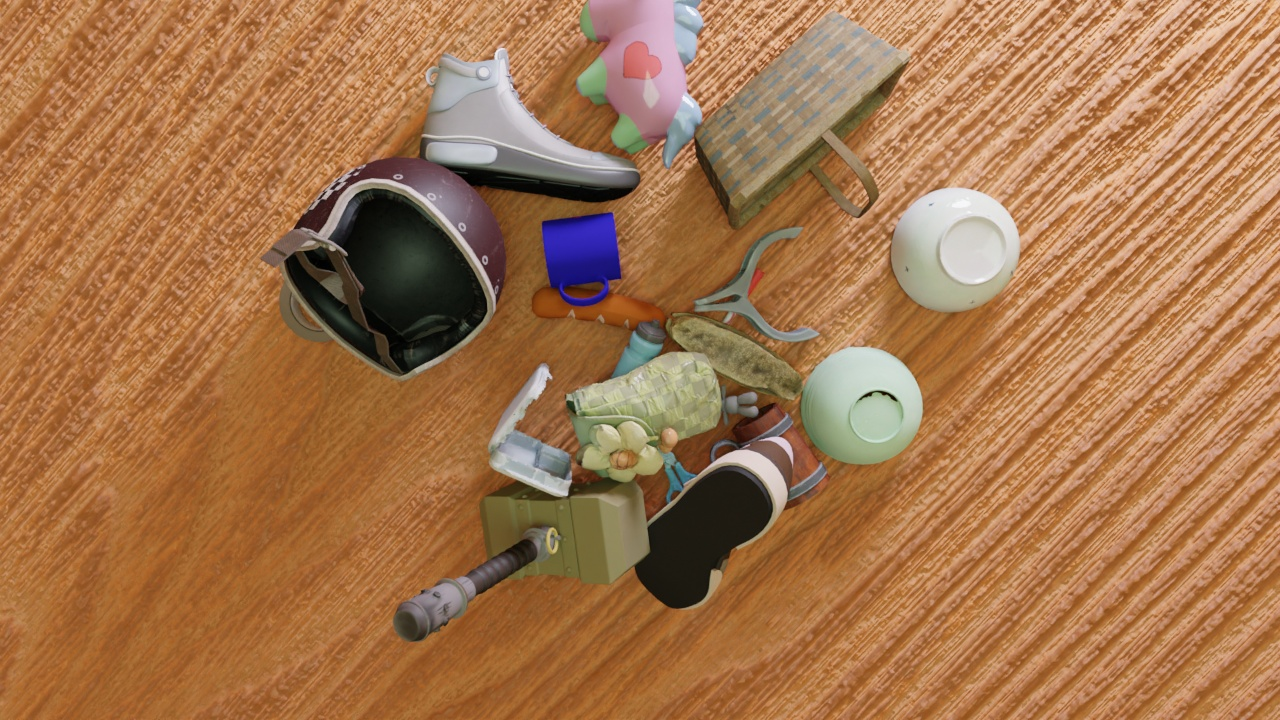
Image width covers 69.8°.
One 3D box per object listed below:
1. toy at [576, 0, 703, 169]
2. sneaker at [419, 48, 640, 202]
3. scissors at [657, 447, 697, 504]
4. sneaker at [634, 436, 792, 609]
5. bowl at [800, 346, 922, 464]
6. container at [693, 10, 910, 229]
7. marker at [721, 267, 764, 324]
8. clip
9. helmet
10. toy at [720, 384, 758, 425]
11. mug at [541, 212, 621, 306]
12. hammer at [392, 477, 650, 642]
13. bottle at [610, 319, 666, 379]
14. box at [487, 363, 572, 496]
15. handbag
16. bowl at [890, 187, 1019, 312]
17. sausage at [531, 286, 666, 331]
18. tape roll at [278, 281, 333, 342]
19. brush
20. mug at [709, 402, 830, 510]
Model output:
[{"bbox_3d":[0.013,-0.340,1.045,0.171,0.120,0.222,-35,85,15],"label":"toy"},{"bbox_3d":[-0.123,-0.276,1.067,0.256,0.093,0.160,5,88,-4],"label":"sneaker"},{"bbox_3d":[0.039,0.131,1.152,0.055,0.015,0.136,-27,91,0],"label":"scissors"},{"bbox_3d":[0.090,0.183,1.085,0.112,0.116,0.295,41,134,13],"label":"sneaker"},{"bbox_3d":[0.277,0.061,1.117,0.151,0.077,0.151,0,97,-3],"label":"bowl"},{"bbox_3d":[0.199,-0.243,1.043,0.250,0.157,0.186,-41,85,3],"label":"container"},{"bbox_3d":[0.109,-0.051,1.130,0.013,0.013,0.142,33,95,-5],"label":"marker"},{"bbox_3d":[0.163,-0.066,1.113,0.168,0.031,0.164,-40,103,-7],"label":"clip"},{"bbox_3d":[-0.271,-0.102,0.989,0.252,0.234,0.233,-49,125,-26],"label":"helmet"},{"bbox_3d":[0.090,0.054,1.122,0.112,0.030,0.049,-2,97,27],"label":"toy"},{"bbox_3d":[-0.067,-0.116,1.076,0.083,0.079,0.111,-8,68,-1],"label":"mug"},{"bbox_3d":[-0.144,0.217,0.979,0.191,0.324,0.101,-4,97,27],"label":"hammer"},{"bbox_3d":[-0.007,0.006,1.099,0.040,0.040,0.130,24,116,-4],"label":"bottle"},{"bbox_3d":[-0.108,0.087,1.041,0.105,0.210,0.130,33,95,-7],"label":"box"},{"bbox_3d":[0.009,0.069,1.048,0.186,0.116,0.113,-21,130,-3],"label":"handbag"},{"bbox_3d":[0.386,-0.132,1.101,0.153,0.073,0.153,0,97,-3],"label":"bowl"},{"bbox_3d":[-0.049,-0.062,1.111,0.164,0.039,0.044,10,106,-3],"label":"sausage"},{"bbox_3d":[-0.383,-0.070,1.103,0.093,0.030,0.094,0,96,-2],"label":"tape roll"},{"bbox_3d":[0.117,-0.004,1.113,0.195,0.043,0.059,28,96,-14],"label":"brush"},{"bbox_3d":[0.153,0.125,1.120,0.117,0.081,0.111,-32,93,2],"label":"mug"}]
